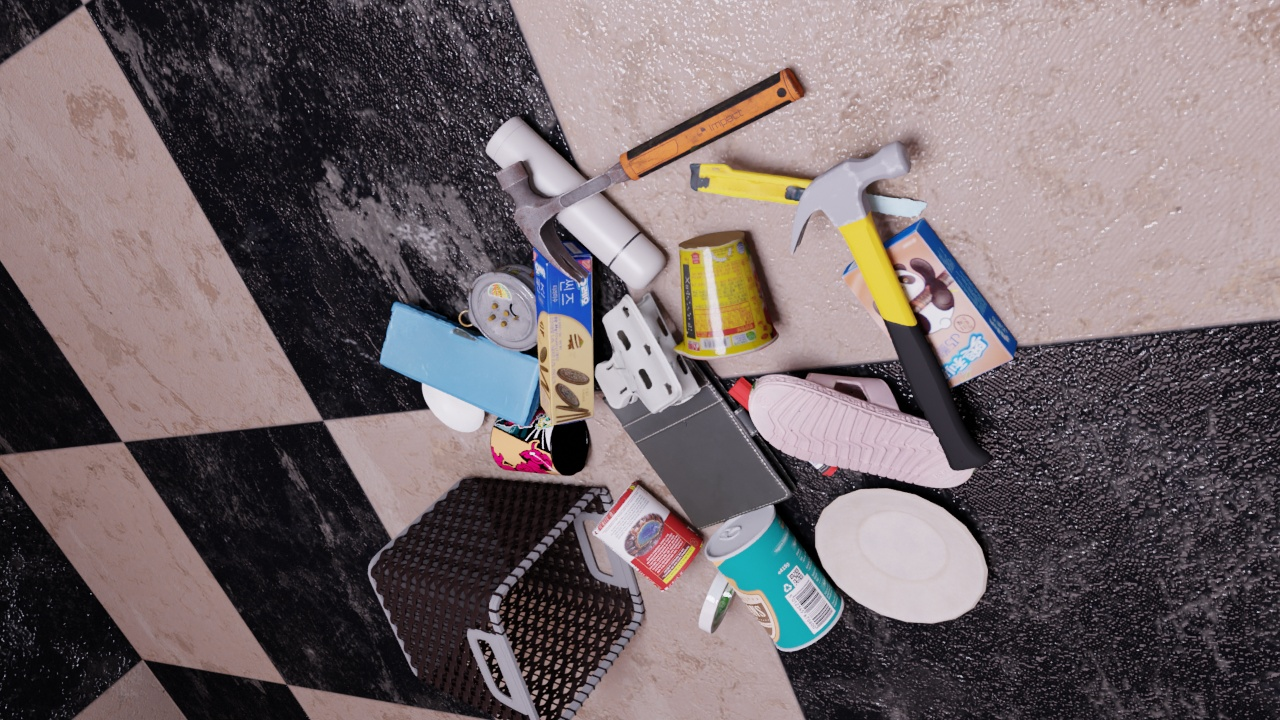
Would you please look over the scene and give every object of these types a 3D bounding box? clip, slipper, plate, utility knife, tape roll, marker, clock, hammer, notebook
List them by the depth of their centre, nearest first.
[{"bbox_3d":[0.151,-0.155,0.841,0.217,0.019,0.031,8,130,5],"label":"utility knife"},{"bbox_3d":[0.240,-0.033,0.843,0.127,0.029,0.324,-17,111,36],"label":"hammer"},{"bbox_3d":[0.014,-0.184,0.886,0.315,0.034,0.138,-21,104,28],"label":"hammer"},{"bbox_3d":[0.226,0.064,0.944,0.239,0.064,0.094,17,132,0],"label":"slipper"},{"bbox_3d":[0.159,0.075,1.018,0.145,0.021,0.023,42,95,1],"label":"marker"},{"bbox_3d":[0.011,-0.001,1.026,0.126,0.099,0.152,64,161,11],"label":"clip"},{"bbox_3d":[0.290,0.214,1.026,0.189,0.027,0.189,16,127,23],"label":"plate"},{"bbox_3d":[0.068,0.097,1.088,0.170,0.029,0.209,-29,103,41],"label":"notebook"},{"bbox_3d":[-0.164,-0.062,1.108,0.148,0.056,0.104,-11,113,35],"label":"clock"},{"bbox_3d":[0.101,0.298,1.158,0.018,0.093,0.094,21,129,20],"label":"tape roll"},{"bbox_3d":[-0.250,0.048,1.257,0.104,0.026,0.104,17,128,23],"label":"plate"}]

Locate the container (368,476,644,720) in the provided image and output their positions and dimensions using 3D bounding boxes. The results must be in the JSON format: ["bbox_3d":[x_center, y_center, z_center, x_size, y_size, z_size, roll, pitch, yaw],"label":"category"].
[{"bbox_3d":[-0.181,0.317,1.252,0.244,0.244,0.247,5,122,34],"label":"container"}]

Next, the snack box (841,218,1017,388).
[{"bbox_3d":[0.269,-0.048,0.858,0.151,0.034,0.087,50,132,-7],"label":"snack box"}]

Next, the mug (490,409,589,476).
[{"bbox_3d":[-0.121,0.114,1.193,0.098,0.081,0.118,1,148,32],"label":"mug"}]

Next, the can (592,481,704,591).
[{"bbox_3d":[0.010,0.224,1.170,0.116,0.086,0.087,40,133,3],"label":"can"}]

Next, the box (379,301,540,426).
[{"bbox_3d":[-0.223,0.002,1.174,0.232,0.054,0.093,20,102,20],"label":"box"}]

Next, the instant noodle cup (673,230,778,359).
[{"bbox_3d":[0.083,-0.069,0.929,0.100,0.100,0.112,0,110,32],"label":"instant noodle cup"}]

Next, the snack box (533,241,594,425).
[{"bbox_3d":[-0.088,-0.030,1.052,0.056,0.057,0.207,-131,36,-56],"label":"snack box"}]

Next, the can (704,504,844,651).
[{"bbox_3d":[0.159,0.255,1.088,0.099,0.099,0.144,-29,102,41],"label":"can"}]

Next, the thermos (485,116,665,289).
[{"bbox_3d":[-0.066,-0.165,0.978,0.224,0.052,0.052,43,133,0],"label":"thermos"}]
